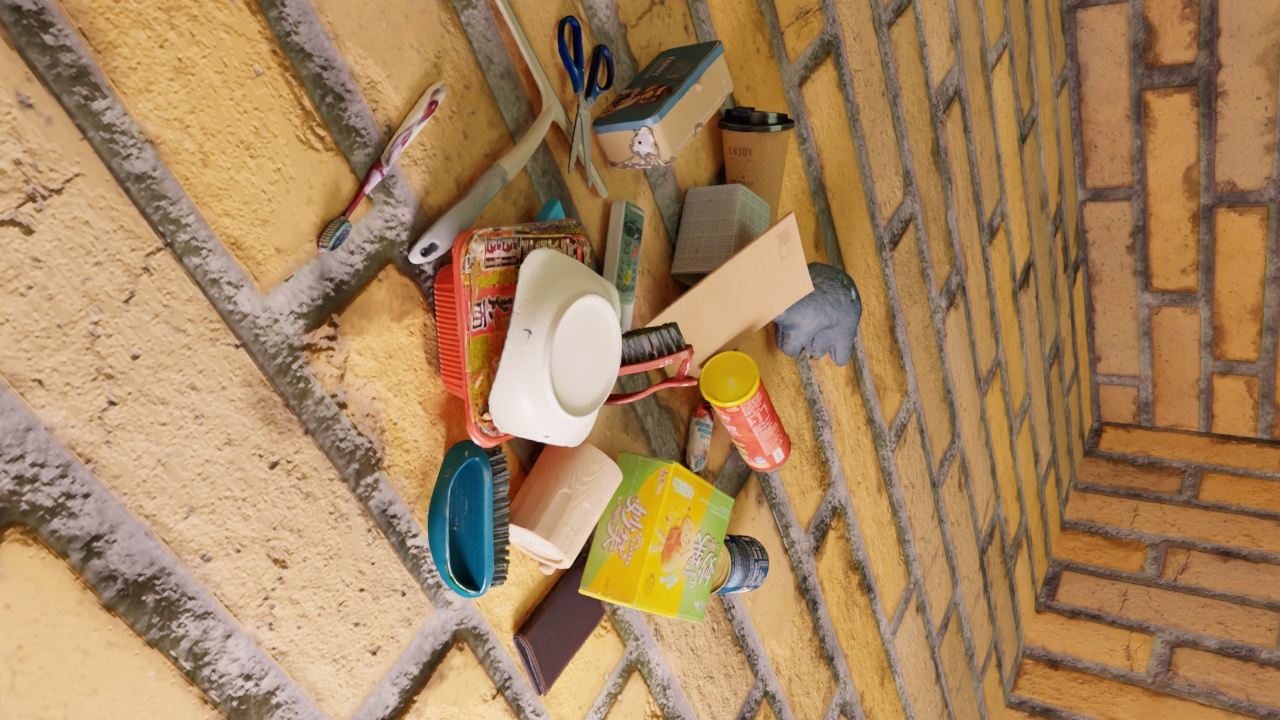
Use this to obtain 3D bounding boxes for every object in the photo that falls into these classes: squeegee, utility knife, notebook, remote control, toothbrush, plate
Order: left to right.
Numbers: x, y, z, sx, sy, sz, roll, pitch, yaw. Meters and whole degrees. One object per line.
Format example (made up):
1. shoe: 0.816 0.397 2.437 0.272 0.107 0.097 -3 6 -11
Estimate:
1. toothbrush: -0.202 -0.158 0.735 0.016 0.017 0.187 53 54 -43
2. squeegee: -0.125 -0.173 0.820 0.245 0.039 0.246 -58 136 -31
3. utility knife: -0.069 -0.085 0.911 0.034 0.018 0.166 -55 145 -31
4. plate: -0.060 -0.006 0.808 0.163 0.034 0.164 22 79 -58
5. remote control: -0.020 -0.100 0.980 0.056 0.019 0.135 12 85 -66
6. notebook: 0.105 -0.063 1.050 0.211 0.012 0.149 -38 146 -5

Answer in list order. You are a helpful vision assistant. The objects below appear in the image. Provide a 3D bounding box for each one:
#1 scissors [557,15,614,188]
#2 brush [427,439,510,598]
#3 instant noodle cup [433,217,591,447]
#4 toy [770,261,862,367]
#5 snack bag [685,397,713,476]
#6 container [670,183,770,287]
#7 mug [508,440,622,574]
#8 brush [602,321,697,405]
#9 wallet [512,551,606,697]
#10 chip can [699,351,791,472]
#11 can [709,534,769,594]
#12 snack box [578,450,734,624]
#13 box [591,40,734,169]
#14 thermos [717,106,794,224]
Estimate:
1. scissors: -0.060 -0.258 0.893 0.147 0.012 0.168 59 39 -31
2. brush: -0.154 0.142 0.810 0.073 0.055 0.144 -10 103 -53
3. instant noodle cup: -0.114 -0.029 0.821 0.164 0.079 0.189 -16 107 -51
4. toy: 0.246 -0.071 1.307 0.355 0.091 0.138 14 111 -52
5. snack bag: 0.072 0.100 1.135 0.045 0.026 0.105 28 71 -69
6. container: 0.099 -0.144 1.086 0.090 0.090 0.111 19 77 -53
7. mug: -0.077 0.147 0.908 0.103 0.084 0.125 -59 163 -28
8. brush: -0.005 0.005 0.916 0.063 0.146 0.069 -28 103 -48
9. wallet: -0.081 0.276 0.962 0.122 0.020 0.096 -46 135 -41
10. chip can: 0.137 0.069 1.150 0.073 0.073 0.216 -68 151 -21
11. can: 0.108 0.258 1.165 0.111 0.075 0.075 17 81 -54
12. snack box: 0.025 0.202 1.026 0.210 0.070 0.157 39 64 -59
13. box: 0.030 -0.275 0.975 0.183 0.090 0.059 -58 135 -34
14. thermos: 0.141 -0.243 1.135 0.092 0.093 0.143 -28 125 -49
